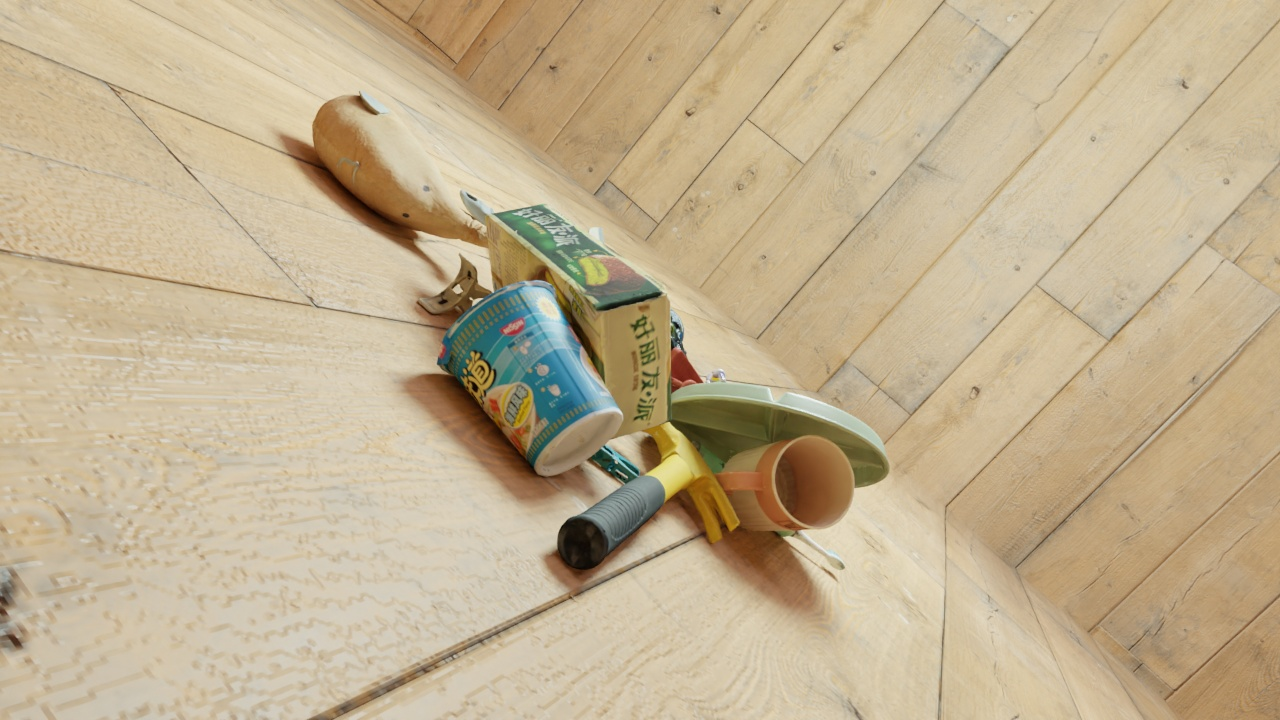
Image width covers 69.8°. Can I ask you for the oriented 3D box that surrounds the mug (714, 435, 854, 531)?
[{"bbox_3d":[0.116,0.114,0.833,0.114,0.081,0.106,5,-13,-23],"label":"mug"}]

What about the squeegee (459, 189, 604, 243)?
[{"bbox_3d":[-0.149,-0.160,1.261,0.246,0.039,0.246,28,32,-29],"label":"squeegee"}]

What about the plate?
[{"bbox_3d":[0.127,0.074,0.894,0.230,0.027,0.230,15,-21,6],"label":"plate"}]

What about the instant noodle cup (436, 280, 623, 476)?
[{"bbox_3d":[-0.071,0.018,0.635,0.110,0.099,0.099,53,14,20],"label":"instant noodle cup"}]

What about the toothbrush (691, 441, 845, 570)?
[{"bbox_3d":[0.132,0.155,0.949,0.224,0.026,0.027,38,18,-16],"label":"toothbrush"}]

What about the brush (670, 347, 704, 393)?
[{"bbox_3d":[0.048,0.043,0.984,0.069,0.063,0.146,31,-10,31],"label":"brush"}]

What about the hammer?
[{"bbox_3d":[0.006,0.098,0.672,0.129,0.033,0.300,52,14,7],"label":"hammer"}]

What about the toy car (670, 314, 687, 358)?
[{"bbox_3d":[0.037,0.000,1.110,0.053,0.045,0.120,-2,75,-75],"label":"toy car"}]

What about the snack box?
[{"bbox_3d":[-0.058,-0.041,0.754,0.063,0.115,0.240,-15,30,-24],"label":"snack box"}]

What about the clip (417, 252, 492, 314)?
[{"bbox_3d":[-0.154,-0.055,0.792,0.034,0.064,0.098,43,3,7],"label":"clip"}]

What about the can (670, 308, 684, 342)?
[{"bbox_3d":[0.010,-0.037,1.198,0.075,0.075,0.111,42,10,9],"label":"can"}]

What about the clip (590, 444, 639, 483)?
[{"bbox_3d":[-0.021,0.082,0.739,0.056,0.014,0.041,40,10,-16],"label":"clip"}]

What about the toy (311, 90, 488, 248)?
[{"bbox_3d":[-0.230,-0.174,0.894,0.226,0.083,0.143,47,24,22],"label":"toy"}]

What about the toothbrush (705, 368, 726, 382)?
[{"bbox_3d":[0.102,0.078,0.993,0.021,0.029,0.189,19,-31,35],"label":"toothbrush"}]
